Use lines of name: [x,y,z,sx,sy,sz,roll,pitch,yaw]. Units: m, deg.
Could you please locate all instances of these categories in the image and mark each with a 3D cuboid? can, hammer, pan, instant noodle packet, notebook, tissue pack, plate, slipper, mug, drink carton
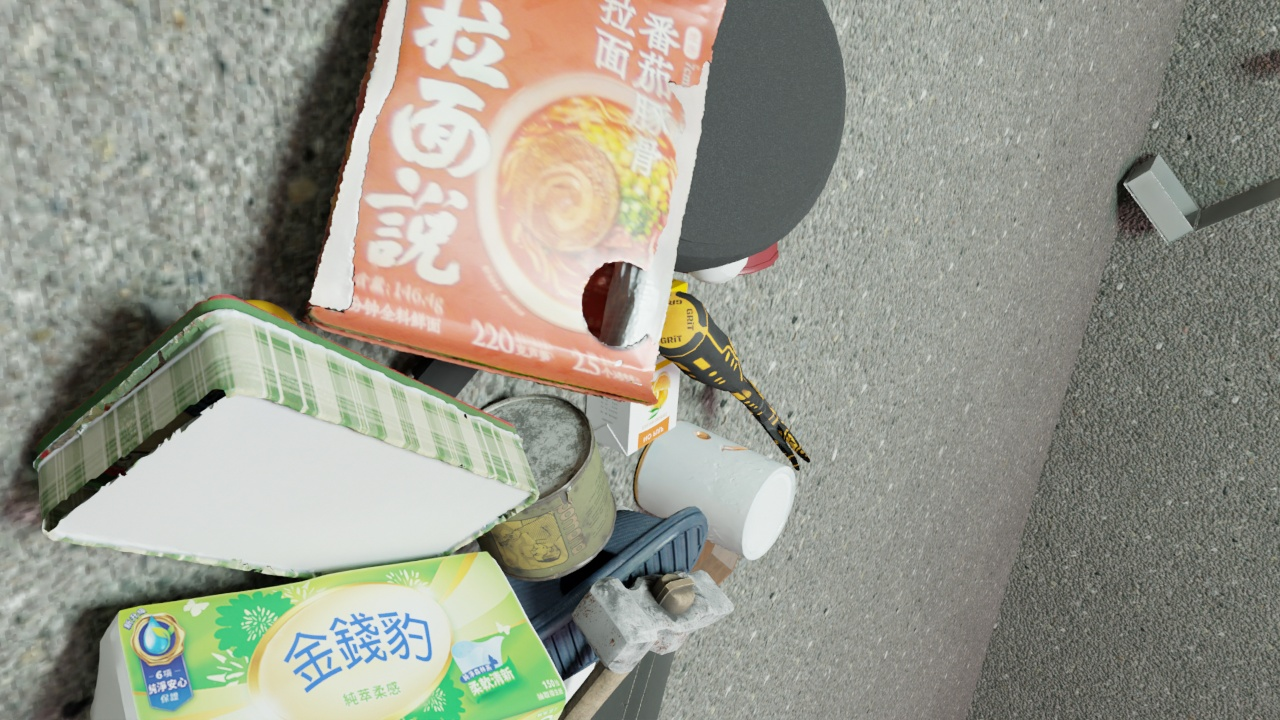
can: [-0.065,0.078,0.561,0.089,0.090,0.075,-46,142,-31]
hammer: [-0.059,0.261,0.631,0.121,0.049,0.319,6,125,-52]
pan: [-0.015,-0.095,0.504,0.204,0.044,0.355,44,76,-22]
instant noodle packet: [-0.053,-0.102,0.441,0.164,0.084,0.221,15,86,-20]
notebook: [-0.036,0.285,0.784,0.208,0.029,0.169,13,95,-54]
tissue pack: [-0.156,0.189,0.450,0.197,0.120,0.142,4,126,-35]
plate: [0.064,0.160,0.856,0.131,0.025,0.131,-32,133,-43]
slipper: [-0.073,0.171,0.626,0.263,0.082,0.101,-33,143,-16]
mug: [0.060,0.104,0.745,0.082,0.105,0.082,-32,133,-42]
drink carton: [-0.004,0.004,0.653,0.058,0.040,0.123,-27,129,-46]
hammer: [0.061,0.013,0.622,0.036,0.123,0.320,-38,162,6]

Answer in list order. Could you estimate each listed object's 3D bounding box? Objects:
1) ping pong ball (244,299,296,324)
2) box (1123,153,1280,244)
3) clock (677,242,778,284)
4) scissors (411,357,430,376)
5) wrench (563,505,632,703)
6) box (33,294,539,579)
ping pong ball: [-0.170,-0.007,0.404,0.040,0.040,0.040,-32,133,-43]
box: [1.272,-0.288,1.900,0.166,0.513,0.173,-37,139,-48]
clock: [0.043,-0.091,0.616,0.137,0.096,0.048,-33,132,-46]
scissors: [-0.081,-0.038,0.535,0.144,0.019,0.126,29,85,-57]
wrench: [-0.049,0.244,0.708,0.066,0.018,0.273,16,91,-56]
box: [-0.147,0.051,0.422,0.118,0.050,0.205,-33,148,16]
